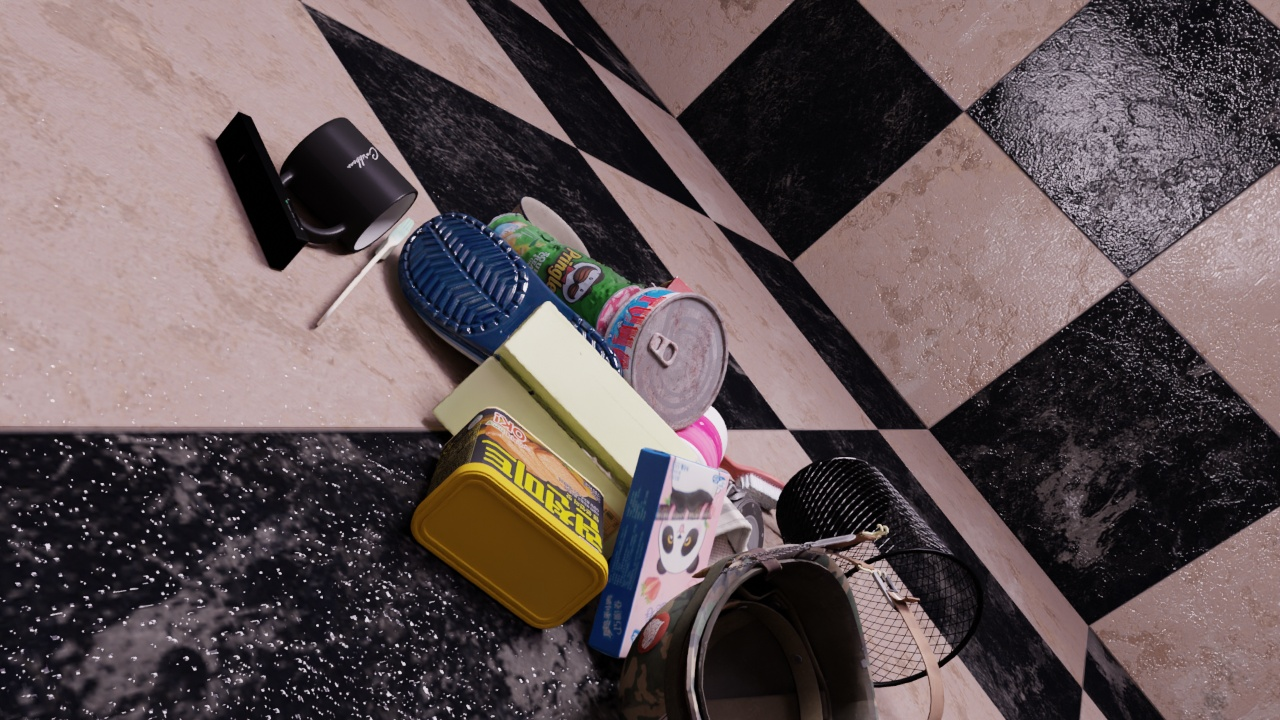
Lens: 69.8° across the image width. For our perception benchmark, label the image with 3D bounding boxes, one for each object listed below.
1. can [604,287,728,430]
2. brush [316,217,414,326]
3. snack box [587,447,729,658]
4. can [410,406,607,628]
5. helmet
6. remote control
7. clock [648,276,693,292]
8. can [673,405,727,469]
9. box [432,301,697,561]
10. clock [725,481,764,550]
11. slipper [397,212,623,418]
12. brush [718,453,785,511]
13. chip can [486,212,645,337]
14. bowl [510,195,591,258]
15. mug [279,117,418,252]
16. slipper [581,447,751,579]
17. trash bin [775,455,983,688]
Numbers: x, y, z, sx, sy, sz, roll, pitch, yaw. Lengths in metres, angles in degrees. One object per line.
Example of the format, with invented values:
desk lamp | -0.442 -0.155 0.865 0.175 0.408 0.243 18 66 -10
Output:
can | 0.024 -0.002 0.862 0.044 0.130 0.130 14 -10 44
brush | -0.230 -0.077 0.774 0.012 0.033 0.217 41 21 -16
snack box | 0.016 0.151 0.705 0.033 0.154 0.088 9 -9 39
can | -0.088 0.108 0.656 0.131 0.073 0.101 42 17 -18
helmet | 0.096 0.216 0.589 0.224 0.237 0.192 39 42 -55
remote control | -0.300 -0.136 0.725 0.013 0.034 0.150 17 36 -57
clock | 0.021 -0.046 1.151 0.081 0.117 0.158 43 25 -4
can | 0.037 0.095 0.935 0.088 0.088 0.165 48 18 -1
box | -0.055 0.061 0.732 0.188 0.140 0.048 48 -15 -9
clock | 0.079 0.167 0.870 0.091 0.044 0.123 -57 139 -37
slipper | -0.122 -0.027 0.829 0.253 0.105 0.095 41 -22 17
brush | 0.122 0.144 1.118 0.172 0.041 0.030 32 42 -39
chip can | -0.081 -0.083 0.936 0.223 0.075 0.075 35 6 40
bowl | -0.119 -0.133 1.089 0.115 0.059 0.115 42 19 -19
mug | -0.260 -0.143 0.783 0.088 0.078 0.113 46 44 -6
slipper | 0.041 0.168 0.779 0.272 0.114 0.054 56 -14 13
trash bin | 0.251 0.224 1.038 0.184 0.184 0.210 40 14 -24
